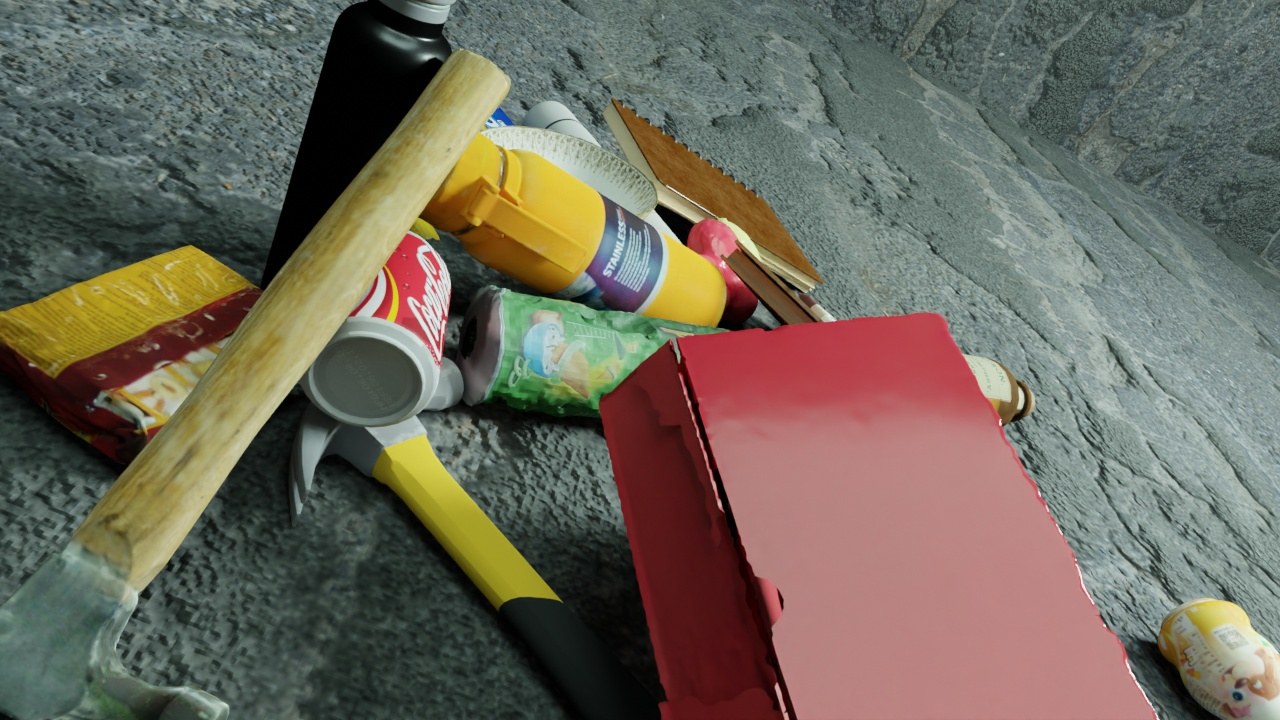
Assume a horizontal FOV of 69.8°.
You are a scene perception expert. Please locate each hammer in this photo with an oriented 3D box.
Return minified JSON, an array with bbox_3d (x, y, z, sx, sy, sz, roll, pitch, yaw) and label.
[{"bbox_3d":[-0.045,0.120,0.423,0.323,0.029,0.126,44,33,20],"label":"hammer"},{"bbox_3d":[-0.146,-0.016,0.378,0.132,0.033,0.329,26,61,1],"label":"hammer"}]

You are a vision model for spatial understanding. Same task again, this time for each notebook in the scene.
[{"bbox_3d":[0.156,0.009,0.689,0.210,0.022,0.169,49,7,27],"label":"notebook"},{"bbox_3d":[0.068,-0.158,0.882,0.225,0.024,0.167,24,28,-37],"label":"notebook"}]

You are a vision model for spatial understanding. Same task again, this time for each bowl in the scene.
[{"bbox_3d":[-0.065,-0.121,0.704,0.145,0.063,0.145,15,32,-10],"label":"bowl"}]

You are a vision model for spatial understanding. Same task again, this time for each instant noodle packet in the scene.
[{"bbox_3d":[-0.225,-0.007,0.442,0.098,0.040,0.135,34,32,6],"label":"instant noodle packet"}]

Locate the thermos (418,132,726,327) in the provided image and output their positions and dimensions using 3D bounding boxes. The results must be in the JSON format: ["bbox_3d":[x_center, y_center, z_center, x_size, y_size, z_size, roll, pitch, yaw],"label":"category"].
[{"bbox_3d":[-0.038,-0.075,0.594,0.092,0.076,0.232,2,-18,46],"label":"thermos"}]

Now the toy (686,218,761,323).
[{"bbox_3d":[0.069,-0.074,0.760,0.091,0.045,0.134,65,28,-6],"label":"toy"}]

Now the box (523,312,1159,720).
[{"bbox_3d":[-0.073,0.144,0.404,0.511,0.141,0.215,-18,53,3],"label":"box"}]

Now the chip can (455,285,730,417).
[{"bbox_3d":[-0.004,0.004,0.580,0.223,0.076,0.075,9,37,-30],"label":"chip can"}]

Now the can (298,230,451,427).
[{"bbox_3d":[-0.130,-0.020,0.458,0.064,0.064,0.104,19,31,-19],"label":"can"}]

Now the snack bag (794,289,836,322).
[{"bbox_3d":[0.179,-0.014,0.780,0.057,0.013,0.157,39,12,-30],"label":"snack bag"}]

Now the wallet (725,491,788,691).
[{"bbox_3d":[0.052,0.116,0.506,0.086,0.032,0.116,26,31,-12],"label":"wallet"}]

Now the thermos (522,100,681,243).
[{"bbox_3d":[-0.040,-0.151,0.796,0.052,0.052,0.224,1,42,-40],"label":"thermos"}]

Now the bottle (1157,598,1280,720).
[{"bbox_3d":[0.409,0.219,0.629,0.063,0.063,0.109,16,34,-23],"label":"bottle"}]

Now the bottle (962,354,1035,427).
[{"bbox_3d":[0.284,0.030,0.794,0.156,0.068,0.067,7,38,-34],"label":"bottle"}]

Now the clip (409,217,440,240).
[{"bbox_3d":[-0.166,-0.093,0.628,0.049,0.044,0.054,31,20,-54],"label":"clip"}]

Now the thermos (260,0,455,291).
[{"bbox_3d":[-0.145,-0.124,0.489,0.061,0.232,0.061,22,32,-14],"label":"thermos"}]

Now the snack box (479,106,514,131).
[{"bbox_3d":[-0.134,-0.185,0.790,0.082,0.027,0.150,-4,46,-42],"label":"snack box"}]
